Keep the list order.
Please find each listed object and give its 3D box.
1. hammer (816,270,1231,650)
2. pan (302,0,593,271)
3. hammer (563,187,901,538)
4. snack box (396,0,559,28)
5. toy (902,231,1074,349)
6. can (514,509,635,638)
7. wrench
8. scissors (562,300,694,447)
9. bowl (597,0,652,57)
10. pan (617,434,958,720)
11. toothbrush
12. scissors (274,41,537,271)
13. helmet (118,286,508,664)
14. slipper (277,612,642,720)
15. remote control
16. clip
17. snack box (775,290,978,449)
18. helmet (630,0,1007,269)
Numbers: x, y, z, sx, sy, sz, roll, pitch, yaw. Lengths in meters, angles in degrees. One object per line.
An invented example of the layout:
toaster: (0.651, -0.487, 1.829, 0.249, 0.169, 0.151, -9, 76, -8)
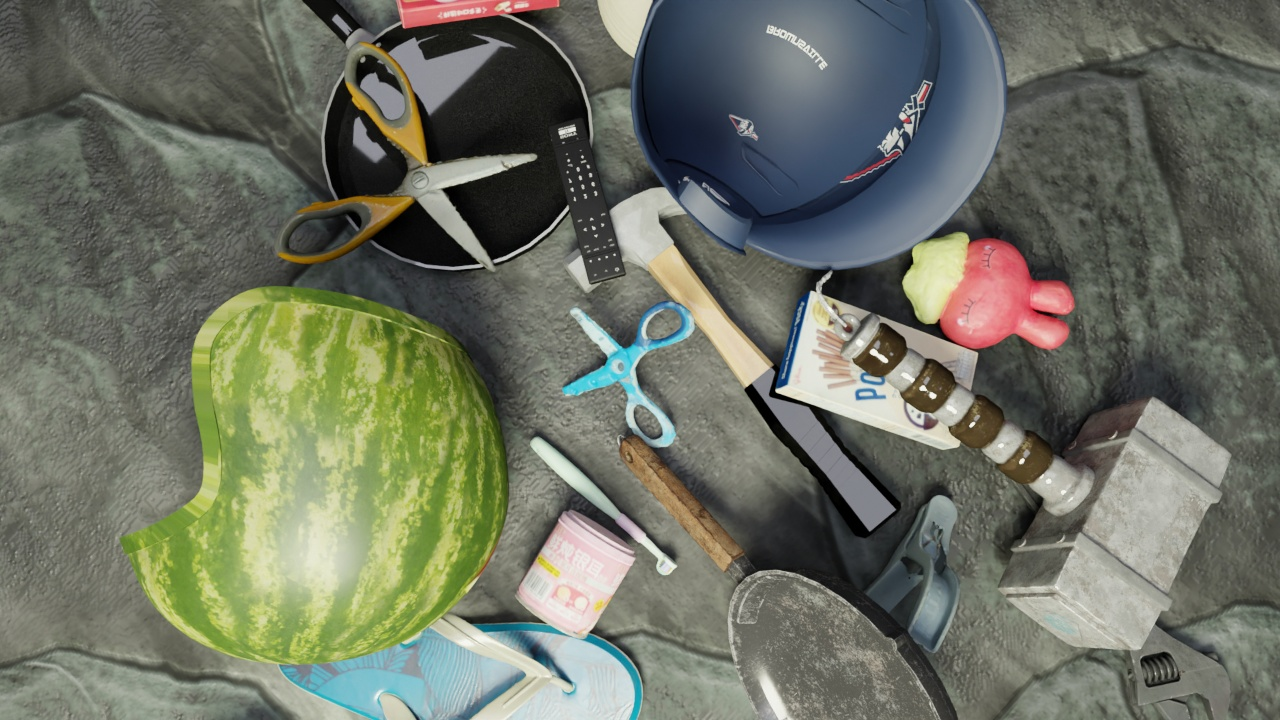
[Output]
hammer: (0.254, 0.051, 0.675, 0.326, 0.080, 0.176, 36, 72, 1)
pan: (-0.198, -0.230, 0.778, 0.225, 0.034, 0.356, -45, 83, -3)
hammer: (0.086, 0.001, 0.738, 0.131, 0.039, 0.328, -39, 84, -4)
snack box: (-0.142, -0.327, 0.770, 0.133, 0.021, 0.089, -13, 66, -11)
toy: (0.277, -0.053, 0.732, 0.135, 0.045, 0.091, 25, 86, 11)
can: (-0.049, 0.163, 0.707, 0.067, 0.067, 0.076, 31, 85, 5)
wrench: (0.360, 0.169, 0.717, 0.073, 0.018, 0.273, -33, 82, -3)
scissors: (-0.004, 0.004, 0.727, 0.140, 0.011, 0.134, -40, 91, 28)
bowl: (0.036, -0.326, 0.761, 0.151, 0.075, 0.150, 0, 82, 2)
pan: (0.097, 0.179, 0.674, 0.040, 0.208, 0.357, -23, 60, -31)
toothbrush: (-0.031, 0.116, 0.738, 0.155, 0.022, 0.015, 42, 50, 7)
scissors: (-0.199, -0.158, 0.745, 0.225, 0.016, 0.229, -17, 84, 0)
helmet: (-0.215, 0.089, 0.648, 0.243, 0.213, 0.247, 16, 80, -15)
slipper: (-0.147, 0.248, 0.706, 0.295, 0.060, 0.118, 14, 87, 4)
remote control: (-0.044, -0.129, 0.735, 0.030, 0.009, 0.140, -15, 77, 0)
clip: (0.187, 0.185, 0.678, 0.032, 0.164, 0.166, 36, 104, 2)
snack box: (0.185, 0.009, 0.716, 0.150, 0.026, 0.081, 19, 75, -10)
helmet: (0.127, -0.193, 0.671, 0.272, 0.222, 0.233, 34, 115, -3)
